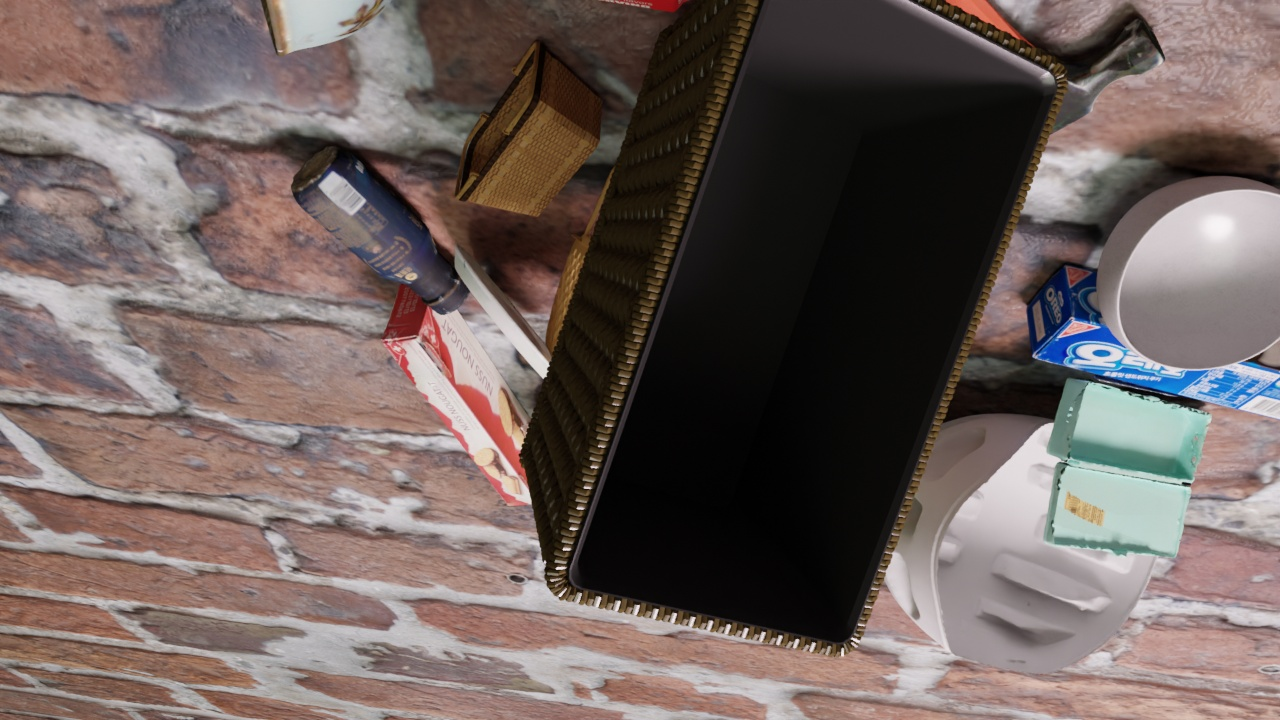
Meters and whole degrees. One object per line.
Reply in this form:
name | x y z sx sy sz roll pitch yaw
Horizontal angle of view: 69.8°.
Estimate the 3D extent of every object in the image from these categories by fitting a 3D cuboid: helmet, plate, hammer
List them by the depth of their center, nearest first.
hammer | 0.144 -0.236 0.512 0.333 0.033 0.133 34 136 -26
plate | -0.101 -0.028 0.737 0.014 0.157 0.157 -40 131 -2
helmet | 0.343 0.156 0.821 0.282 0.183 0.224 11 104 -10

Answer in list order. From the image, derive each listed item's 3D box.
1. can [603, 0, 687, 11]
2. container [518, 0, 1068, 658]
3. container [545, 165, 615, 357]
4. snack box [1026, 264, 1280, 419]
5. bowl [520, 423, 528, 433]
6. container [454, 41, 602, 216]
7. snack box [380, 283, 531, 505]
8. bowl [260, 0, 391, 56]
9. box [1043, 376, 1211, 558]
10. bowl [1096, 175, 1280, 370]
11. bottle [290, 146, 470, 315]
can | -0.034 -0.240 0.505 0.142 0.074 0.075 9 142 0
container | 0.056 -0.036 0.531 0.176 0.321 0.205 17 -175 -19
container | 0.033 -0.048 0.705 0.183 0.129 0.167 22 99 -16
snack box | 0.420 -0.011 0.713 0.226 0.059 0.059 13 146 -4
bowl | -0.025 0.089 0.895 0.177 0.070 0.177 33 170 6
container | -0.076 -0.153 0.638 0.061 0.063 0.114 22 141 -27
snack box | -0.157 0.040 0.882 0.044 0.076 0.273 -8 138 16
bowl | -0.165 -0.248 0.483 0.093 0.159 0.160 -16 145 -17
box | 0.404 0.094 0.761 0.186 0.136 0.033 13 -176 -30
bowl | 0.382 -0.064 0.633 0.132 0.064 0.132 1 116 2
bottle | -0.201 -0.098 0.732 0.056 0.056 0.161 -18 134 30
